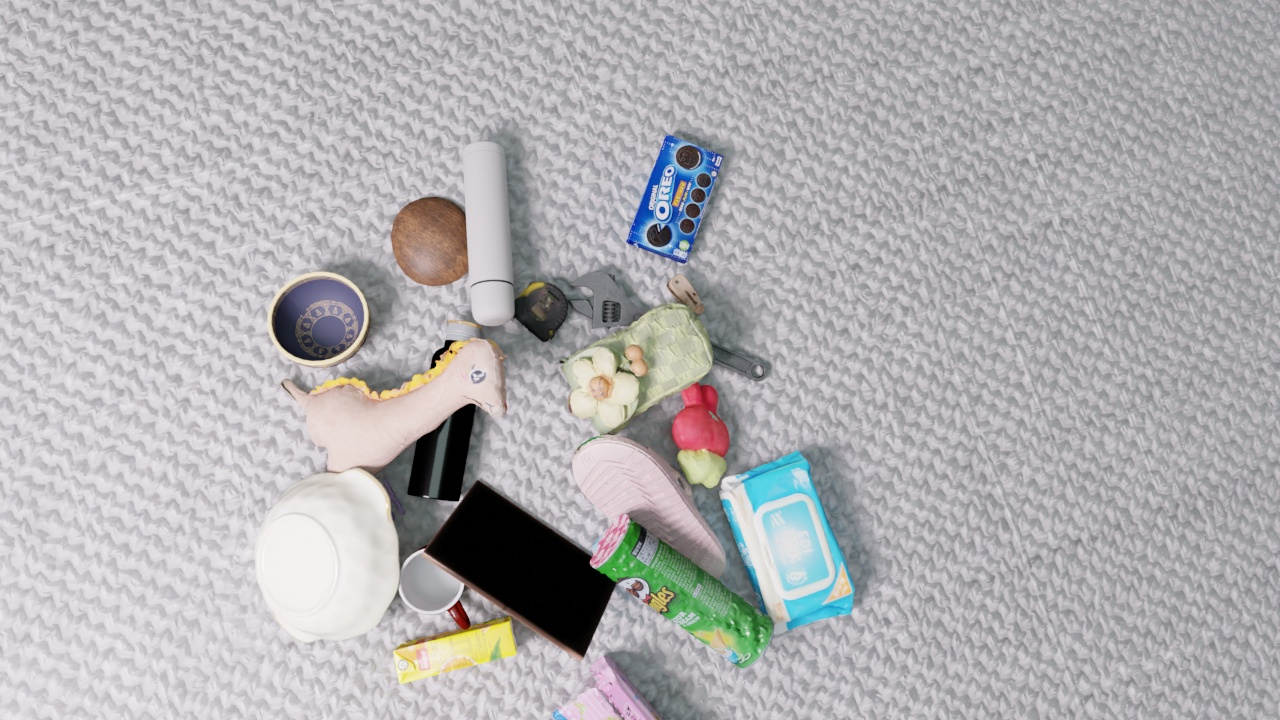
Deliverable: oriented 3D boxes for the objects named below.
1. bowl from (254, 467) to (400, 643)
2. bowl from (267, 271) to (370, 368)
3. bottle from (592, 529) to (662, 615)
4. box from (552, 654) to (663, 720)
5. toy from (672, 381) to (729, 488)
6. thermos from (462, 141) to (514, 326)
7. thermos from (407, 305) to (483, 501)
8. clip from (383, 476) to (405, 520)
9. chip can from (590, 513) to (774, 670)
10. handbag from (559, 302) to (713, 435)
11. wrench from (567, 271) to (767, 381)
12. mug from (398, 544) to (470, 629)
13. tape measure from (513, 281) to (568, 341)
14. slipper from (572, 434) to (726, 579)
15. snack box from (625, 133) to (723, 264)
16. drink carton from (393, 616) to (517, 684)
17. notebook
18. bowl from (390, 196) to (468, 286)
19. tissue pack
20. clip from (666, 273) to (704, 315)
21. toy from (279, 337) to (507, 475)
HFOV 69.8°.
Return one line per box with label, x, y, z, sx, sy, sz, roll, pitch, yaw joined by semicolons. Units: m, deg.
bowl;-0.359;0.220;1.011;0.188;0.060;0.219;35;100;17
bowl;-0.372;-0.041;1.079;0.112;0.061;0.112;1;74;-5
bottle;0.000;0.256;1.103;0.130;0.040;0.040;45;80;0
box;0.001;0.462;1.056;0.096;0.085;0.230;-40;89;-8
toy;0.073;0.088;1.121;0.091;0.045;0.135;17;63;-45
thermos;-0.183;-0.152;1.109;0.052;0.052;0.224;-4;76;-8
thermos;-0.226;0.048;1.089;0.061;0.061;0.231;9;82;-6
clip;-0.302;0.166;1.090;0.036;0.013;0.053;-45;93;-9
chip can;0.051;0.267;1.054;0.223;0.075;0.075;38;80;-11
handbag;-0.006;0.006;1.086;0.186;0.117;0.113;-32;85;7
wrench;0.036;-0.037;1.154;0.273;0.018;0.073;24;90;-5
mug;-0.227;0.262;1.051;0.073;0.083;0.105;-35;88;-10
tape measure;-0.120;-0.063;1.128;0.067;0.038;0.062;42;80;0
slipper;0.017;0.170;1.094;0.094;0.064;0.239;-35;109;16
snack box;0.043;-0.206;1.172;0.082;0.027;0.150;19;81;-4
drink carton;-0.212;0.332;1.057;0.134;0.058;0.043;-12;82;-8
notebook;-0.131;0.236;1.052;0.209;0.141;0.008;34;121;-2
bowl;-0.255;-0.149;1.128;0.102;0.026;0.114;-15;85;-9
tissue pack;0.180;0.226;1.119;0.117;0.066;0.209;-18;88;-9
clip;0.059;-0.084;1.152;0.024;0.043;0.061;-42;84;-9
toy;-0.277;0.035;1.038;0.265;0.065;0.196;-37;83;16
